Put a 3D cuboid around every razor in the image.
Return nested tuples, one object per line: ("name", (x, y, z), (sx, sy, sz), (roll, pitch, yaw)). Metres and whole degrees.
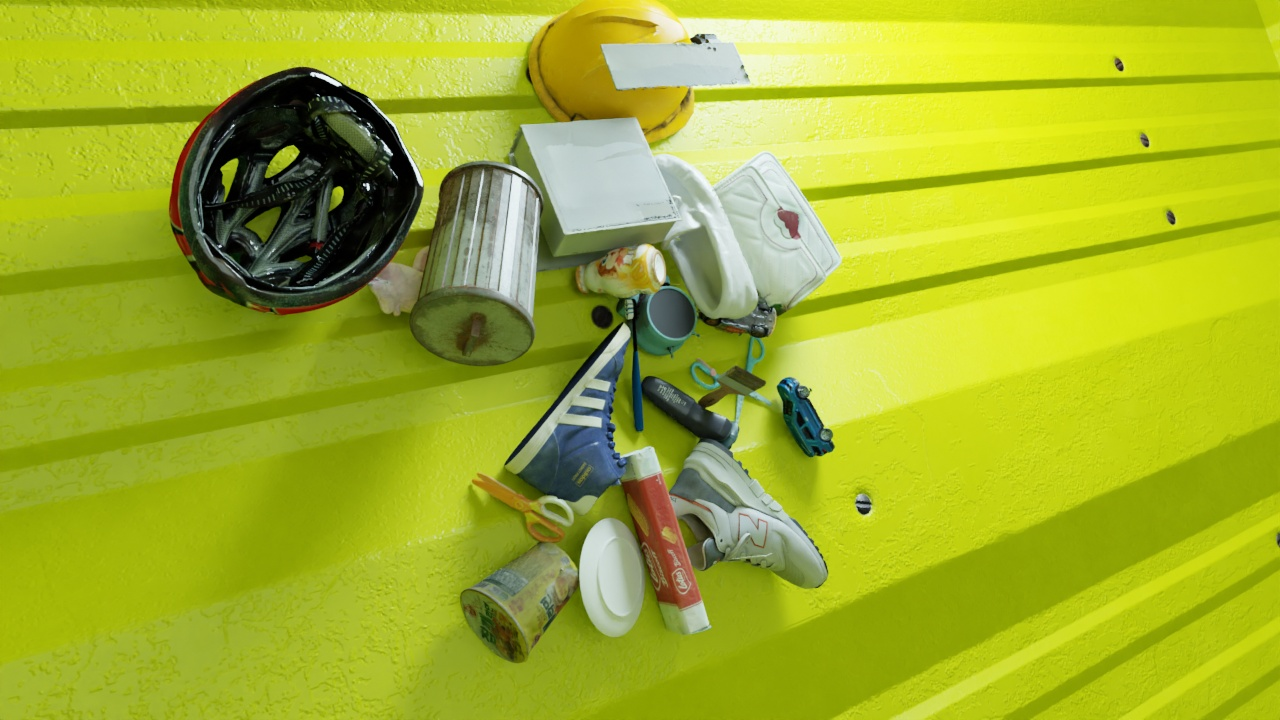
("razor", (0.061, 0.066, 1.178), (0.143, 0.052, 0.047), (35, 65, -11))

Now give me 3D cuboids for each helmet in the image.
("helmet", (-0.353, -0.163, 0.934), (0.217, 0.167, 0.271), (47, 54, -24))
("helmet", (-0.008, -0.403, 1.211), (0.254, 0.132, 0.205), (-10, 83, -29))

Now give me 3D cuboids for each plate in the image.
("plate", (-0.027, 0.250, 1.064), (0.134, 0.011, 0.134), (27, 58, -53))

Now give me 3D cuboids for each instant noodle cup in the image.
("instant noodle cup", (-0.126, 0.258, 1.005), (0.108, 0.102, 0.102), (-39, 97, -39))

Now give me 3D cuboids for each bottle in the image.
("bottle", (-0.026, -0.108, 1.139), (0.063, 0.109, 0.063), (-6, 90, -68))

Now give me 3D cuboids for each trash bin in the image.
("trash bin", (-0.175, -0.101, 1.012), (0.130, 0.131, 0.210), (19, 52, -24))

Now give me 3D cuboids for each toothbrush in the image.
("toothbrush", (-0.007, 0.007, 1.148), (0.014, 0.014, 0.168), (-6, 98, -19))

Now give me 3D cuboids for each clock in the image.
("clock", (0.021, -0.066, 1.185), (0.089, 0.053, 0.124), (-39, 95, -31))

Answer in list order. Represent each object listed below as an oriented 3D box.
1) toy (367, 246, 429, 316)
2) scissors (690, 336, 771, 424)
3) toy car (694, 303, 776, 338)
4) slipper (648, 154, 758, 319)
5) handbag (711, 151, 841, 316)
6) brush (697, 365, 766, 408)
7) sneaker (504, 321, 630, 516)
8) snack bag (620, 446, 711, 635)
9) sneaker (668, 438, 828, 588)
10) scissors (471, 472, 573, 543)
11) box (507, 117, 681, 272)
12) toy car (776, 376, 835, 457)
("toy", (-0.260, -0.086, 1.041), (0.109, 0.047, 0.063), (-34, 96, -43))
("scissors", (0.130, 0.017, 1.250), (0.135, 0.015, 0.135), (30, 67, -26))
("toy car", (0.125, -0.059, 1.240), (0.112, 0.047, 0.047), (15, 71, -2))
("slipper", (0.064, -0.160, 1.198), (0.074, 0.112, 0.246), (-7, 67, -55))
("handbag", (0.172, -0.173, 1.271), (0.141, 0.096, 0.198), (-41, 100, -29))
("brush", (0.105, 0.040, 1.151), (0.045, 0.143, 0.008), (27, 64, -11))
("sneaker", (-0.044, 0.074, 1.090), (0.118, 0.092, 0.232), (42, 62, -8))
("snack bag", (0.024, 0.216, 1.101), (0.041, 0.078, 0.225), (-14, 85, -20))
("sneaker", (0.119, 0.223, 1.154), (0.124, 0.089, 0.240), (-41, 90, -26))
("scissors", (-0.134, 0.159, 1.044), (0.130, 0.070, 0.013), (35, 29, -7))
("box", (-0.124, -0.183, 1.276), (0.168, 0.405, 0.171), (-11, 83, -28))
("toy car", (0.223, 0.079, 1.258), (0.043, 0.056, 0.120), (-29, 98, -9))
